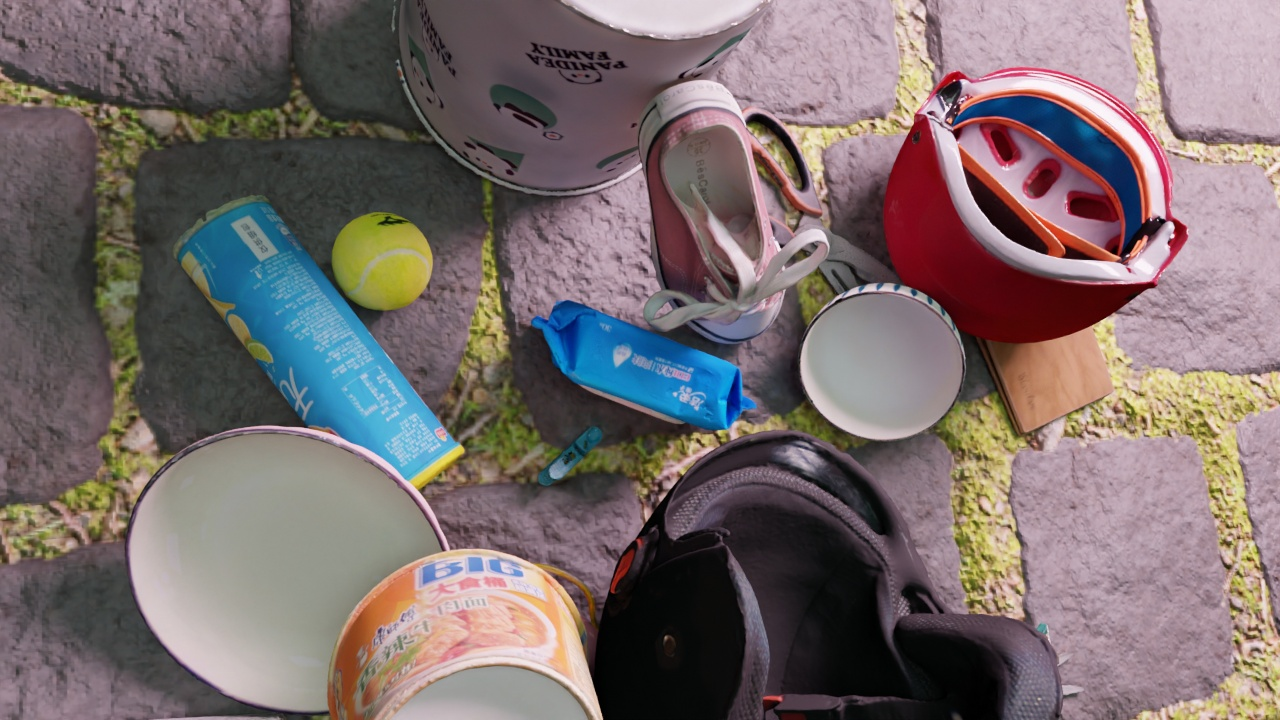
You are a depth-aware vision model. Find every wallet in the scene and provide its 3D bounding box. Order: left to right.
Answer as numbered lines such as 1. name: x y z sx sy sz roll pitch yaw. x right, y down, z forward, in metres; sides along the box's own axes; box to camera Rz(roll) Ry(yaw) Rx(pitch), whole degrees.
1. wallet: 0.332 -0.008 0.759 0.101 0.020 0.115 -22 88 -16

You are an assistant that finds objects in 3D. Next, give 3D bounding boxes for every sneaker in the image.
1. sneaker: 0.053 -0.064 0.585 0.118 0.241 0.087 -16 59 4

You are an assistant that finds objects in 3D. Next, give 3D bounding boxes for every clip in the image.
1. clip: -0.048 0.067 0.644 0.055 0.037 0.013 -41 92 -29

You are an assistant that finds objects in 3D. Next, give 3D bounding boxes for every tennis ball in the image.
1. tennis ball: -0.172 -0.066 0.612 0.065 0.066 0.065 3 79 -14

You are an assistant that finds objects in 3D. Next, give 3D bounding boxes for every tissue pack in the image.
1. tissue pack: -0.004 0.004 0.628 0.157 0.095 0.052 22 91 -9

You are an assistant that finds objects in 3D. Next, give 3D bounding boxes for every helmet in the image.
1. helmet: 0.084 0.186 0.550 0.233 0.231 0.274 21 46 -22
2. helmet: 0.284 -0.110 0.702 0.207 0.144 0.239 39 51 10

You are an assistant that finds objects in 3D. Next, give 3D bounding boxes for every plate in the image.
1. plate: -0.203 0.122 0.549 0.192 0.039 0.192 1 109 1

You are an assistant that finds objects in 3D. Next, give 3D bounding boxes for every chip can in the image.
1. chip can: -0.205 -0.002 0.590 0.071 0.071 0.210 -38 90 -18

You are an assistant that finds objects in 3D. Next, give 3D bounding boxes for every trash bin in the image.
1. trash bin: -0.031 -0.241 0.569 0.229 0.252 0.229 1 88 -18

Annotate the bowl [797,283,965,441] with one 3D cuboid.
1. bowl: 0.180 -0.005 0.682 0.116 0.117 0.066 46 29 -2

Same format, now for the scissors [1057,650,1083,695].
1. scissors: 0.258 0.244 0.695 0.169 0.012 0.144 -41 92 -19

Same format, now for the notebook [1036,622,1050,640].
1. notebook: 0.224 0.288 0.619 0.208 0.012 0.150 -50 139 -14

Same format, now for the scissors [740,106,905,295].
1. scissors: 0.122 -0.107 0.725 0.224 0.015 0.189 3 79 -15

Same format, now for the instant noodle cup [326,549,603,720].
1. instant noodle cup: -0.088 0.189 0.480 0.151 0.111 0.151 -2 98 -16

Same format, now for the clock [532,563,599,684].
1. clock: -0.080 0.209 0.588 0.117 0.060 0.158 23 76 -8

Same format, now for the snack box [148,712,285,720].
1. snack box: -0.295 0.258 0.540 0.156 0.027 0.084 2 79 -14
